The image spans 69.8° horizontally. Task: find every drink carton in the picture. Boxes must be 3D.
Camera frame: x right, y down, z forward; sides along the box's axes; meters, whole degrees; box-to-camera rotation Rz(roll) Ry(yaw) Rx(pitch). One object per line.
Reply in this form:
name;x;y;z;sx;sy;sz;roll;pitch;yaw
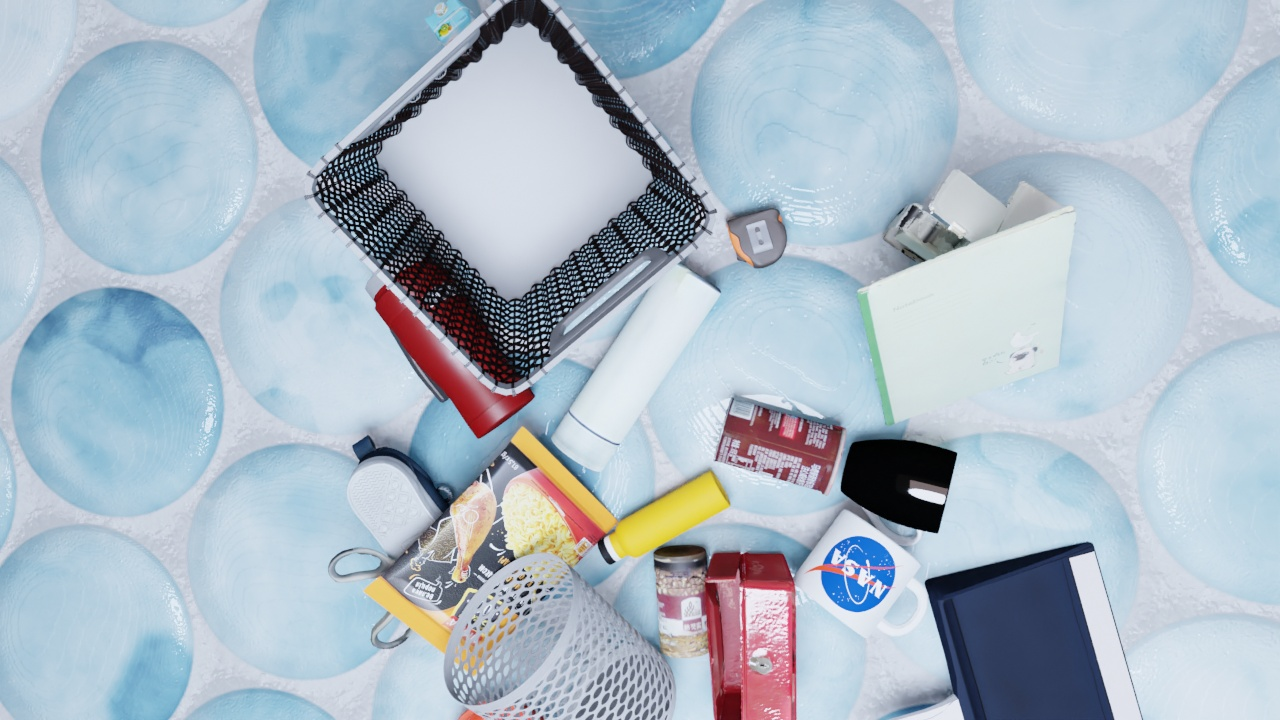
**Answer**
drink carton;-0.170;-0.320;0.934;0.044;0.129;0.038;-38;73;7

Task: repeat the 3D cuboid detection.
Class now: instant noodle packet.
instant noodle packet;-0.146;0.199;0.940;0.220;0.032;0.160;-46;117;-9

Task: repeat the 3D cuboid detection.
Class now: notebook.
notebook;0.299;-0.027;0.839;0.182;0.252;0.010;-21;55;8

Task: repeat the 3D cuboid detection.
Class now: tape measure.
tape measure;0.122;-0.125;0.946;0.058;0.038;0.059;-14;90;8

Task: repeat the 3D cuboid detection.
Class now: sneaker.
sneaker;-0.229;0.183;0.983;0.089;0.087;0.235;-34;109;-1

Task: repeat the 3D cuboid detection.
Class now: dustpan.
dustpan;0.353;0.332;0.907;0.273;0.080;0.236;-16;89;8

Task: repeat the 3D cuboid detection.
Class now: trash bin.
trash bin;-0.071;0.305;0.897;0.156;0.156;0.183;-38;120;7

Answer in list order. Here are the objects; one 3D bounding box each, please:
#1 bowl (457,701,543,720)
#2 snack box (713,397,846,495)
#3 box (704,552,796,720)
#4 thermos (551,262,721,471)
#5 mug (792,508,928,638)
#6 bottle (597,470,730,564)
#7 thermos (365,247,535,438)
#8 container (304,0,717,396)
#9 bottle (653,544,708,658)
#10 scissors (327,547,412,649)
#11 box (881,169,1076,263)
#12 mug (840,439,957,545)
bowl;-0.138;0.419;0.988;0.131;0.045;0.130;2;98;17
snack box;0.141;0.086;0.934;0.121;0.072;0.072;15;93;8
box;0.111;0.279;0.918;0.087;0.128;0.157;-4;93;4
thermos;-0.006;0.006;0.954;0.068;0.068;0.230;35;97;5
mug;0.225;0.219;0.907;0.121;0.091;0.090;36;87;14
bottle;0.023;0.169;0.966;0.144;0.043;0.043;-30;87;7
thermos;-0.208;-0.013;0.979;0.198;0.083;0.108;53;130;1
container;-0.113;-0.163;0.841;0.247;0.243;0.245;-39;109;7
bottle;0.044;0.251;0.959;0.056;0.056;0.105;-4;91;8
scissors;-0.239;0.224;0.938;0.157;0.012;0.171;22;98;-23
box;0.324;-0.126;0.844;0.143;0.187;0.105;34;94;2
mug;0.254;0.133;0.923;0.100;0.084;0.119;14;124;19
